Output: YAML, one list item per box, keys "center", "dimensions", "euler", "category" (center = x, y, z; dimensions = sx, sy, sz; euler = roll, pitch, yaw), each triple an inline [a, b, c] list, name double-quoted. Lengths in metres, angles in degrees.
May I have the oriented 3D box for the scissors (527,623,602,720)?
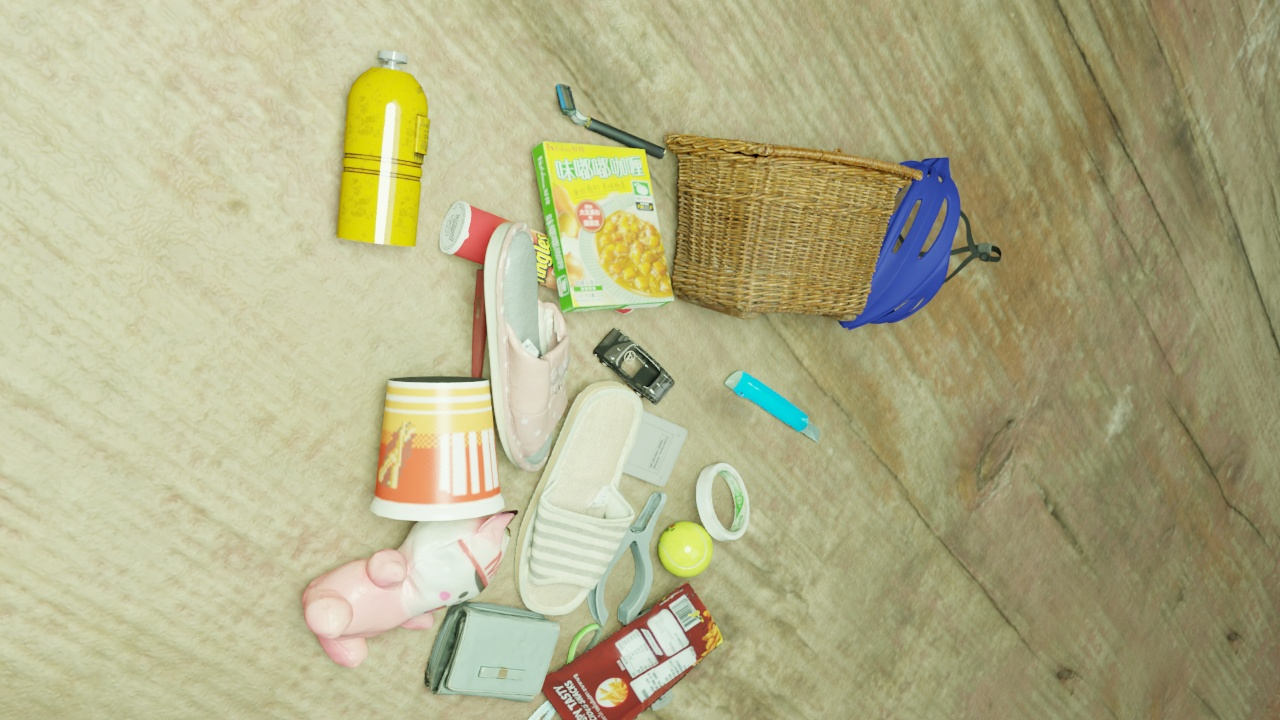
- center: [-0.095, 0.379, 1.059]
  dimensions: [0.174, 0.032, 0.093]
  euler: [-43, 123, -23]
  category: "scissors"

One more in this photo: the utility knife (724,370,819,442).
- center: [0.172, 0.059, 1.159]
  dimensions: [0.185, 0.015, 0.031]
  euler: [34, 85, -31]
  category: "utility knife"

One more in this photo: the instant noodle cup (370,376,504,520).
- center: [-0.191, 0.078, 0.870]
  dimensions: [0.123, 0.124, 0.121]
  euler: [-1, 94, -33]
  category: "instant noodle cup"

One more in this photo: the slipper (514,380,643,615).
- center: [-0.062, 0.154, 0.991]
  dimensions: [0.114, 0.054, 0.273]
  euler: [11, 102, -27]
  category: "slipper"

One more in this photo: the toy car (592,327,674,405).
- center: [-0.006, 0.006, 1.001]
  dimensions: [0.092, 0.037, 0.040]
  euler: [41, 76, 1]
  category: "toy car"

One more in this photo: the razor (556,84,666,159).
- center: [-0.031, -0.240, 0.958]
  dimensions: [0.144, 0.022, 0.042]
  euler: [19, 45, -38]
  category: "razor"

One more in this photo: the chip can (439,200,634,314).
- center: [-0.094, -0.100, 0.927]
  dimensions: [0.214, 0.052, 0.052]
  euler: [18, 91, -35]
  category: "chip can"

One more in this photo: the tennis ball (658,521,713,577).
- center: [0.054, 0.224, 1.088]
  dimensions: [0.065, 0.065, 0.065]
  euler: [-8, 105, -32]
  category: "tennis ball"

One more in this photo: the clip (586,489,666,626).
- center: [-0.003, 0.231, 1.077]
  dimensions: [0.114, 0.028, 0.163]
  euler: [7, 98, -35]
  category: "clip"

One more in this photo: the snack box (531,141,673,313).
- center: [-0.036, -0.135, 0.930]
  dimensions: [0.131, 0.027, 0.168]
  euler: [-7, 83, -39]
  category: "snack box"

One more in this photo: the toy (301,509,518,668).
- center: [-0.216, 0.208, 0.890]
  dimensions: [0.212, 0.084, 0.142]
  euler: [-26, 151, -20]
  category: "toy"

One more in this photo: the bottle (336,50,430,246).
- center: [-0.225, -0.187, 0.811]
  dimensions: [0.071, 0.071, 0.164]
  euler: [2, 99, -34]
  category: "bottle"

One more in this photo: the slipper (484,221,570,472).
- center: [-0.102, -0.004, 0.889]
  dimensions: [0.113, 0.054, 0.275]
  euler: [-67, 158, -53]
  category: "slipper"

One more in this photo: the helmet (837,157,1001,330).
- center: [0.344, -0.130, 1.145]
  dimensions: [0.227, 0.148, 0.241]
  euler: [22, 88, -30]
  category: "helmet"

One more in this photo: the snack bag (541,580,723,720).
- center: [-0.003, 0.358, 1.070]
  dimensions: [0.207, 0.067, 0.139]
  euler: [-36, 119, -15]
  category: "snack bag"

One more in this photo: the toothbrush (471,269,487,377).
- center: [-0.163, 0.003, 0.926]
  dimensions: [0.016, 0.016, 0.190]
  euler: [0, 101, -32]
  category: "toothbrush"

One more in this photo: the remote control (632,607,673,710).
- center: [0.013, 0.368, 1.124]
  dimensions: [0.033, 0.013, 0.136]
  euler: [-22, 111, -26]
  category: "remote control"

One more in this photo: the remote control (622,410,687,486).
- center: [-0.017, 0.088, 1.040]
  dimensions: [0.151, 0.019, 0.074]
  euler: [26, 86, -35]
  category: "remote control"

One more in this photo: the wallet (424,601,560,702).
- center: [-0.156, 0.316, 0.984]
  dimensions: [0.131, 0.054, 0.100]
  euler: [20, 90, -40]
  category: "wallet"

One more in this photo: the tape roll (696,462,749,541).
- center: [0.100, 0.171, 1.108]
  dimensions: [0.093, 0.018, 0.093]
  euler: [27, 56, -47]
  category: "tape roll"

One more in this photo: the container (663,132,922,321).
- center: [0.158, -0.143, 1.017]
  dimensions: [0.249, 0.162, 0.183]
  euler: [-2, 105, -36]
  category: "container"
